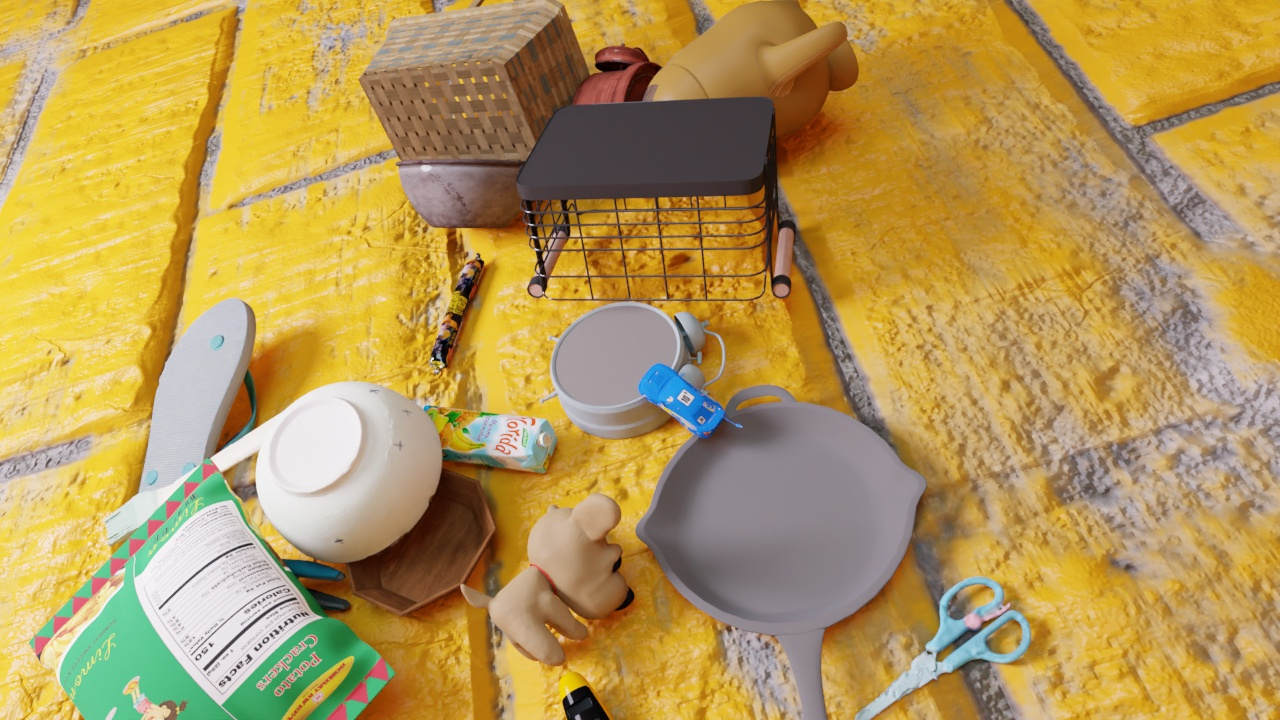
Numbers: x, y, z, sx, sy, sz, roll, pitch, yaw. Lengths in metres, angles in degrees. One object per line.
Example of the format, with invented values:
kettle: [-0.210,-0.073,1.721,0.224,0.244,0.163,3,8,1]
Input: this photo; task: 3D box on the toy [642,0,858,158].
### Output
toy: [0.098,-0.266,0.921,0.203,0.162,0.199,-31,12,-14]

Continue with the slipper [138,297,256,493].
slipper: [-0.425,0.067,0.886,0.098,0.055,0.268,-4,62,17]

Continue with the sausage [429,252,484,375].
sausage: [-0.183,-0.049,0.915,0.020,0.020,0.155,0,52,17]

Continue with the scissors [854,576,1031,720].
scissors: [0.197,0.201,0.607,0.138,0.015,0.063,-39,55,-7]

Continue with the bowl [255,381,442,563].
bowl: [-0.246,0.080,0.745,0.153,0.073,0.153,-6,61,11]

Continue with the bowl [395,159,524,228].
bowl: [-0.180,-0.173,0.960,0.145,0.067,0.145,0,10,0]

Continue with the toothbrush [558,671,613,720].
toothbrush: [-0.006,0.287,0.588,0.031,0.031,0.196,-31,54,-4]

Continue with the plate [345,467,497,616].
plate: [-0.177,0.149,0.751,0.131,0.025,0.131,-9,50,10]

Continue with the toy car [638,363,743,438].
toy car: [0.040,0.031,0.716,0.092,0.062,0.033,36,77,11]

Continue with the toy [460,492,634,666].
toy: [-0.059,0.159,0.667,0.106,0.134,0.108,43,66,-7]

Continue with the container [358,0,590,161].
container: [-0.164,-0.320,1.025,0.250,0.158,0.185,6,46,31]

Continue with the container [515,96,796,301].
container: [0.015,-0.140,0.829,0.241,0.130,0.162,1,39,12]

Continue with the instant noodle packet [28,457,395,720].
instant noodle packet: [-0.328,0.222,0.685,0.253,0.090,0.195,38,81,24]

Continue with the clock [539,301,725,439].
clock: [-0.005,0.005,0.801,0.159,0.045,0.122,-7,52,13]

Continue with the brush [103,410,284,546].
brush: [-0.386,0.099,0.818,0.218,0.012,0.033,-32,60,3]

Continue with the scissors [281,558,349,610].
scissors: [-0.302,0.172,0.755,0.138,0.129,0.019,-42,0,25]

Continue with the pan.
pan: [0.109,0.163,0.651,0.217,0.024,0.353,-11,49,8]

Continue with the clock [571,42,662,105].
clock: [-0.012,-0.263,0.972,0.072,0.120,0.157,7,63,31]

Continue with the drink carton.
drink carton: [-0.135,0.067,0.794,0.129,0.039,0.044,5,54,21]
